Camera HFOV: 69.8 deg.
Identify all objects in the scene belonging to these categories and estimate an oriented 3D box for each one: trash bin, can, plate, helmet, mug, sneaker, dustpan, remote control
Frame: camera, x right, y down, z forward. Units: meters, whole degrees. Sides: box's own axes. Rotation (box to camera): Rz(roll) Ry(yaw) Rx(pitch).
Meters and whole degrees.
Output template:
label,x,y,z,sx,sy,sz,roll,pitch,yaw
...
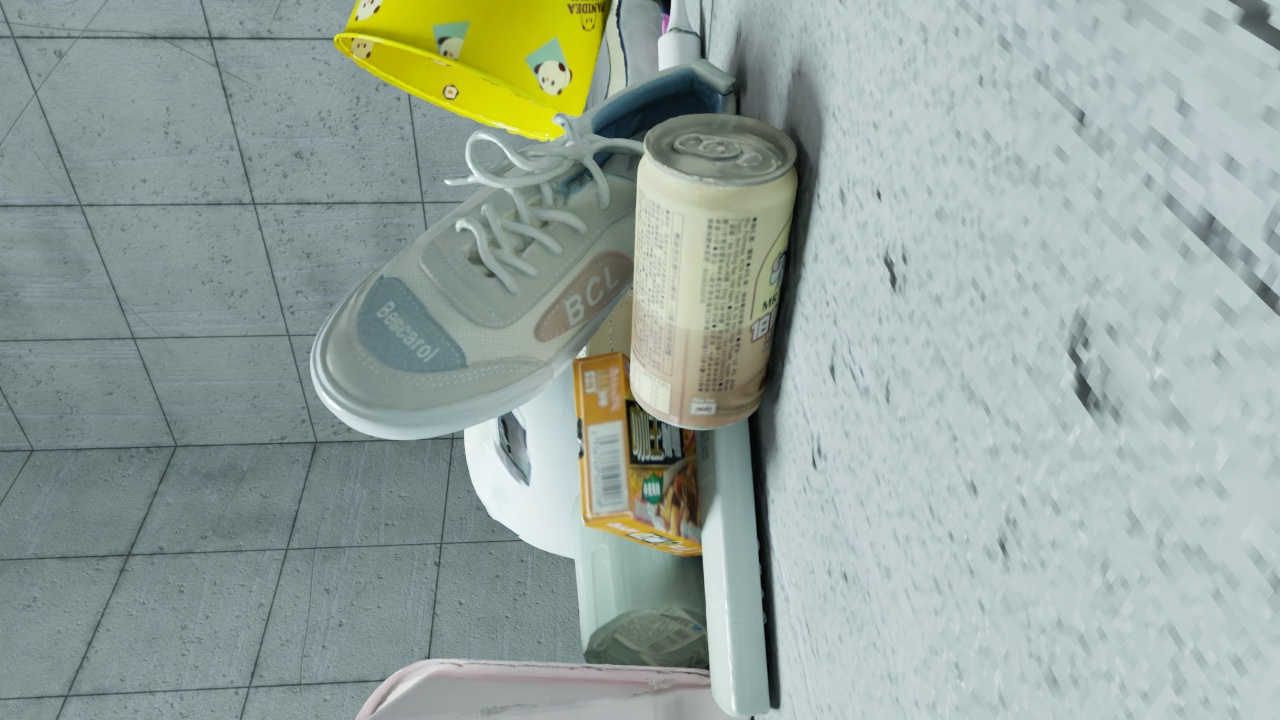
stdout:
label,x,y,z,sx,sy,sz,roll,pitch,yaw
trash bin,-0.119,-0.355,0.819,0.229,0.229,0.255,-140,69,-84
can,0.026,-0.032,0.360,0.058,0.058,0.116,-97,8,-50
plate,-0.004,-0.198,0.756,0.205,0.045,0.205,177,92,-84
helmet,-0.079,0.045,0.794,0.230,0.146,0.258,104,177,-45
mug,0.010,0.142,0.562,0.103,0.084,0.124,-99,-18,-51
sneaker,-0.037,-0.058,0.407,0.089,0.241,0.091,43,151,8
dustpan,-0.064,0.269,0.502,0.139,0.273,0.222,57,-145,-79
remote control,0.042,0.083,0.423,0.058,0.021,0.150,114,154,-77

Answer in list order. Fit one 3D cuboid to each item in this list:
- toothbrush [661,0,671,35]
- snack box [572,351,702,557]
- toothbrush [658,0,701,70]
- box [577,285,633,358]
label,x,y,z,sx,sy,sz,roll,pitch,yaw
toothbrush,0.019,-0.293,0.649,0.018,0.014,0.189,160,109,-72
snack box,0.008,0.053,0.457,0.153,0.026,0.075,40,-137,-64
toothbrush,0.024,-0.162,0.542,0.026,0.027,0.221,19,-112,-72
box,-0.008,0.003,0.619,0.076,0.087,0.163,-83,-9,-70
